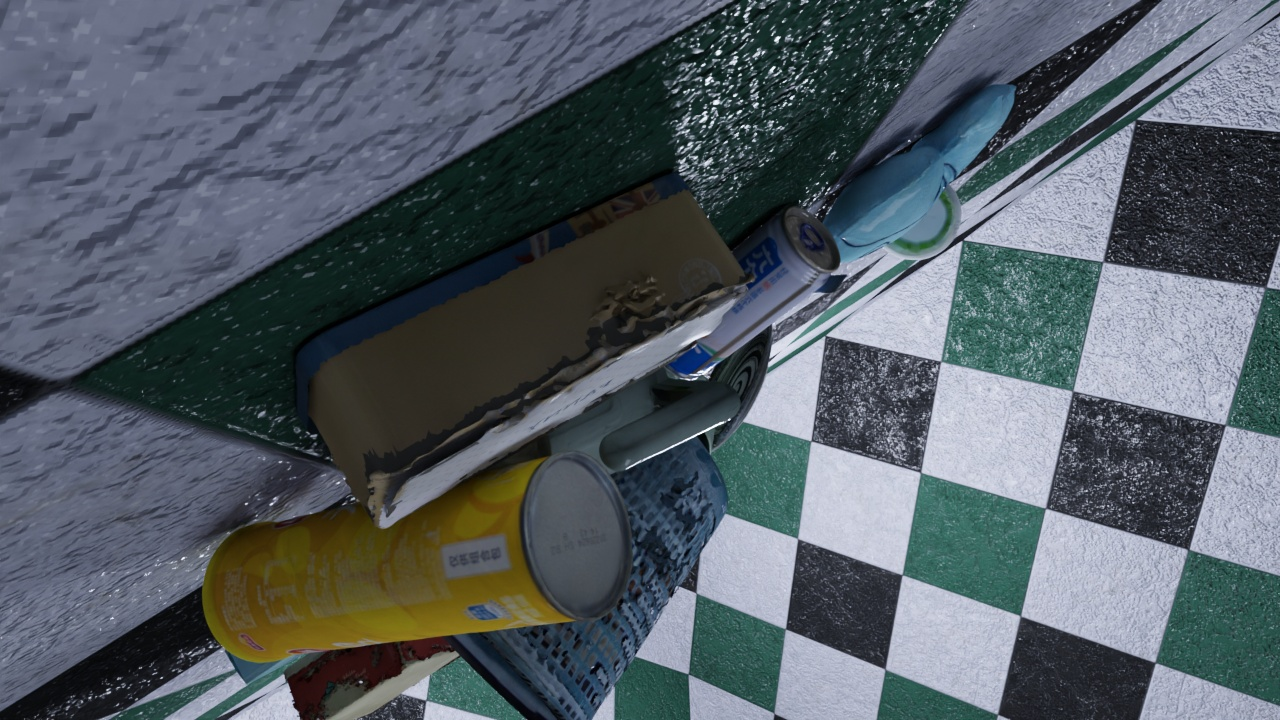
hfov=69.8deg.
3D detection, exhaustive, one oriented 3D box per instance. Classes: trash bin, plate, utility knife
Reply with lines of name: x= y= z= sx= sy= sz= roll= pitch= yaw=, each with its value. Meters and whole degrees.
trash bin: x=-0.054 y=0.120 z=0.636 sx=0.194 sy=0.226 sz=0.227 roll=-44 pitch=178 yaw=-24
plate: x=0.104 y=0.032 z=1.009 sx=0.180 sy=0.024 sz=0.179 roll=-60 pitch=-171 yaw=15
utility knife: x=0.108 y=-0.052 z=0.665 sx=0.033 sy=0.015 sz=0.215 roll=-43 pitch=-171 yaw=-3

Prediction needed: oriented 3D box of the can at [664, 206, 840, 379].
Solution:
can: x=0.066 y=-0.042 z=0.604 sx=0.135 sy=0.053 sz=0.053 roll=-39 pitch=171 yaw=39

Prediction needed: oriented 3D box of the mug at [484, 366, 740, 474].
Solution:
mug: x=-0.028 y=0.029 z=0.464 sx=0.124 sy=0.084 sz=0.103 roll=2 pitch=-167 yaw=34

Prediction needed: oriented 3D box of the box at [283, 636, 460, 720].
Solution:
box: x=-0.233 y=0.275 z=0.817 sx=0.169 sy=0.077 sz=0.091 roll=-37 pitch=157 yaw=26

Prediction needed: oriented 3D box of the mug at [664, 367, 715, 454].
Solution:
mug: x=0.036 y=0.049 z=0.940 sx=0.082 sy=0.112 sz=0.106 roll=1 pitch=-152 yaw=10

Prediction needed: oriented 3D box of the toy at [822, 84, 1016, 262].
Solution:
toy: x=0.176 y=-0.116 z=0.617 sx=0.156 sy=0.050 sz=0.162 roll=-35 pitch=173 yaw=-25

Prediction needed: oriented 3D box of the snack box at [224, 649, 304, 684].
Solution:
snack box: x=-0.269 y=0.207 z=0.793 sx=0.175 sy=0.051 sz=0.074 roll=-35 pitch=171 yaw=12

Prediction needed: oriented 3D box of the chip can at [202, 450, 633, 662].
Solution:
chip can: x=-0.110 y=0.094 z=0.423 sx=0.214 sy=0.072 sz=0.071 roll=-17 pitch=-177 yaw=31

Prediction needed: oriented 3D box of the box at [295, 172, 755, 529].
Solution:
box: x=-0.048 y=-0.002 z=0.357 sx=0.183 sy=0.061 sz=0.090 roll=-27 pitch=170 yaw=-29

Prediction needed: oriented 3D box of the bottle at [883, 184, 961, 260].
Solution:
bottle: x=0.240 y=-0.124 z=0.790 sx=0.068 sy=0.068 sz=0.196 roll=-36 pitch=176 yaw=20
